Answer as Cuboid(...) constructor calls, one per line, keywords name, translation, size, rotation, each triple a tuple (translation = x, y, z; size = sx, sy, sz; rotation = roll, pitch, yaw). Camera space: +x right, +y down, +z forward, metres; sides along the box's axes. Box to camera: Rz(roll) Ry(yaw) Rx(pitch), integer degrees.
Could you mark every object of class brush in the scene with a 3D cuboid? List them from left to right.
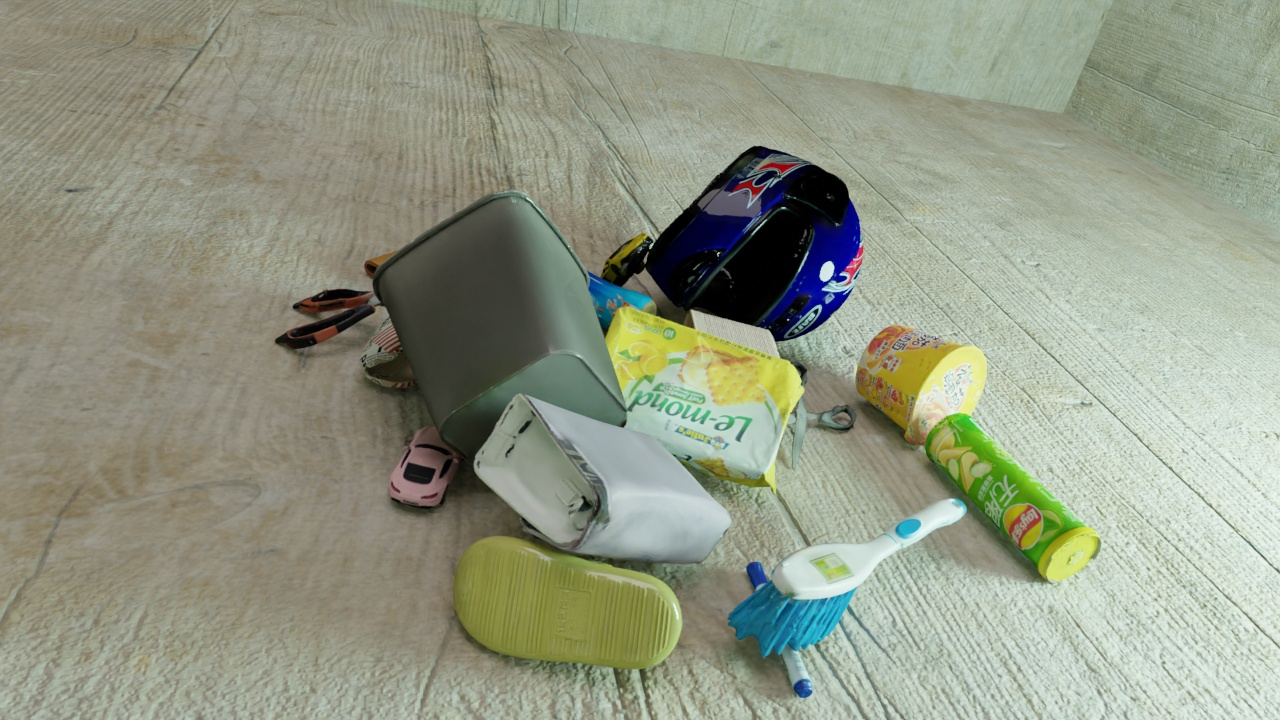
Cuboid(name="brush", translation=(0.206, 0.189, 0.849), size=(0.313, 0.110, 0.060), rotation=(0, 36, -48))

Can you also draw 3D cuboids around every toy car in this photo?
Cuboid(name="toy car", translation=(-0.206, 0.099, 0.897), size=(0.056, 0.037, 0.122), rotation=(15, 29, -1))
Cuboid(name="toy car", translation=(-0.021, -0.134, 1.257), size=(0.041, 0.156, 0.071), rotation=(45, 73, 1))

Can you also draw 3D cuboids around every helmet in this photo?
Cuboid(name="helmet", translation=(0.174, -0.142, 1.257), size=(0.240, 0.248, 0.314), rotation=(41, 42, 3))

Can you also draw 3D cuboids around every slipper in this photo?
Cuboid(name="slipper", translation=(-0.059, 0.202, 0.757), size=(0.190, 0.091, 0.081), rotation=(10, -8, 10))

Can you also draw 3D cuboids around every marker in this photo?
Cuboid(name="marker", translation=(0.123, 0.237, 0.818), size=(0.017, 0.017, 0.145), rotation=(4, 32, -16))

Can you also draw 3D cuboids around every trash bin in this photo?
Cuboid(name="trash bin", translation=(-0.133, -0.011, 0.926), size=(0.199, 0.199, 0.219), rotation=(-31, 50, 7))

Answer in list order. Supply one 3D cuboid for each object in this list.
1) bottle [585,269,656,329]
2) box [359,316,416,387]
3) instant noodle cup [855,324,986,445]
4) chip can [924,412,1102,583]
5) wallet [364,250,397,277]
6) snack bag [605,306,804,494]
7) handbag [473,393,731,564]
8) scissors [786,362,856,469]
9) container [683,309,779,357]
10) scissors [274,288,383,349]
Cuboid(name="bottle", translation=(-0.085, -0.094, 1.237), size=(0.219, 0.065, 0.065), rotation=(26, 33, 20))
Cuboid(name="box", translation=(-0.269, -0.016, 1.065), size=(0.075, 0.081, 0.163), rotation=(-15, 29, 14))
Cuboid(name="instant noodle cup", translation=(0.348, 0.023, 1.160), size=(0.137, 0.138, 0.110), rotation=(-11, 31, -35))
Cuboid(name="chip can", translation=(0.408, 0.146, 1.029), size=(0.072, 0.073, 0.221), rotation=(-2, 34, -24))
Cuboid(name="wallet", translation=(-0.287, -0.125, 1.243), size=(0.108, 0.031, 0.131), rotation=(26, 33, 26))
Cuboid(name="snack bag", translation=(0.051, 0.044, 1.018), size=(0.246, 0.068, 0.157), rotation=(18, 56, 6))
Cuboid(name="handbag", translation=(-0.030, 0.118, 0.813), size=(0.145, 0.098, 0.196), rotation=(34, 8, 37))
Cuboid(name="scissors", translation=(0.197, 0.068, 1.110), size=(0.159, 0.014, 0.180), rotation=(18, 45, -18))
Cuboid(name="container", translation=(0.106, 0.002, 1.134), size=(0.111, 0.090, 0.090), rotation=(10, 30, -10))
Cuboid(name="scissors", translation=(-0.323, -0.068, 1.081), size=(0.222, 0.015, 0.189), rotation=(5, 37, 29))
